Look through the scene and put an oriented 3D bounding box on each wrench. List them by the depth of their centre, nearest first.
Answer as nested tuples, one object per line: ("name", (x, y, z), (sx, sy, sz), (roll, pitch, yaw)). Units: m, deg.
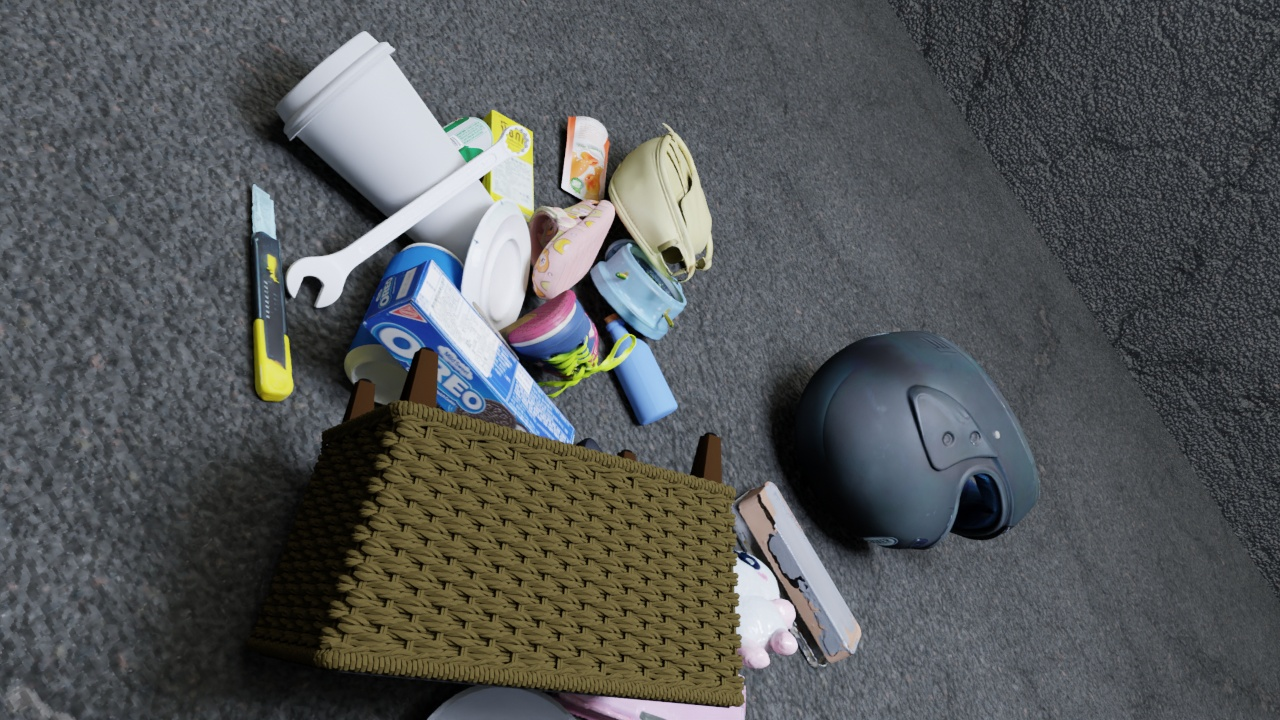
("wrench", (-0.209, -0.139, 0.853), (0.272, 0.009, 0.047), (-41, 118, -20))

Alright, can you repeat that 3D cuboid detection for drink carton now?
("drink carton", (-0.070, -0.253, 1.185), (0.069, 0.039, 0.122), (25, 54, -33))

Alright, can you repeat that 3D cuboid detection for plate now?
("plate", (-0.139, -0.082, 0.909), (0.014, 0.157, 0.156), (12, 41, 11))

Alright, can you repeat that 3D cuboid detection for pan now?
("pan", (-0.054, 0.410, 0.713), (0.356, 0.051, 0.200), (49, 38, -9))

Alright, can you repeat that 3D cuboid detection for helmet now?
("helmet", (0.336, 0.126, 1.185), (0.235, 0.250, 0.316), (-33, 92, -24))

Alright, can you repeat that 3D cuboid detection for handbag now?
("handbag", (0.038, -0.197, 1.160), (0.191, 0.089, 0.232), (61, 17, -4))

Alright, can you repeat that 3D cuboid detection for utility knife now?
("utility knife", (-0.321, -0.064, 0.789), (0.028, 0.020, 0.213), (11, 55, -45))

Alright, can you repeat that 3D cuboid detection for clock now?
("clock", (-0.001, -0.089, 1.101), (0.118, 0.060, 0.161), (42, 17, -17))

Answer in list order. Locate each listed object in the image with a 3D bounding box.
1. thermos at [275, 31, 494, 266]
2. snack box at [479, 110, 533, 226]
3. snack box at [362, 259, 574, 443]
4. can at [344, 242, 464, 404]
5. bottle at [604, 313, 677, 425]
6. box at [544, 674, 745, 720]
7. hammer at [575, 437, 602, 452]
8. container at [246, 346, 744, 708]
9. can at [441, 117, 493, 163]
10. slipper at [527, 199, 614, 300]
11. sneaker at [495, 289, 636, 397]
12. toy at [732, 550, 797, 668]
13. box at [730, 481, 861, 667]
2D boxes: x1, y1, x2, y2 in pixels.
("thermos", (-0.233, -0.194, 0.900), (0.222, 0.132, 0.131), (49, 38, -22))
("snack box", (-0.156, -0.221, 1.070), (0.061, 0.026, 0.148), (22, 49, -37))
("snack box", (-0.139, 0.018, 0.788), (0.226, 0.059, 0.059), (55, 29, -36))
("can", (-0.210, -0.033, 0.836), (0.079, 0.079, 0.145), (35, 43, -26))
("bottle", (-0.006, 0.006, 1.052), (0.048, 0.048, 0.131), (-14, 75, -51))
("box", (0.011, 0.309, 0.867), (0.232, 0.037, 0.098), (33, 45, -27))
("hammer", (-0.135, 0.134, 0.837), (0.311, 0.035, 0.139), (-24, 84, -52))
("container", (-0.088, 0.134, 0.689), (0.320, 0.177, 0.204), (19, 69, -32))
("can", (-0.205, -0.229, 1.001), (0.053, 0.053, 0.100), (49, 39, -10))
("slipper", (-0.092, -0.131, 1.026), (0.081, 0.093, 0.196), (27, 29, 1))
("sneaker", (-0.070, -0.016, 0.892), (0.091, 0.116, 0.241), (61, 1, -4))
("toy", (0.085, 0.247, 0.899), (0.138, 0.180, 0.101), (-2, 100, -23))
("box", (0.184, 0.249, 1.083), (0.216, 0.063, 0.081), (60, 27, 4))
